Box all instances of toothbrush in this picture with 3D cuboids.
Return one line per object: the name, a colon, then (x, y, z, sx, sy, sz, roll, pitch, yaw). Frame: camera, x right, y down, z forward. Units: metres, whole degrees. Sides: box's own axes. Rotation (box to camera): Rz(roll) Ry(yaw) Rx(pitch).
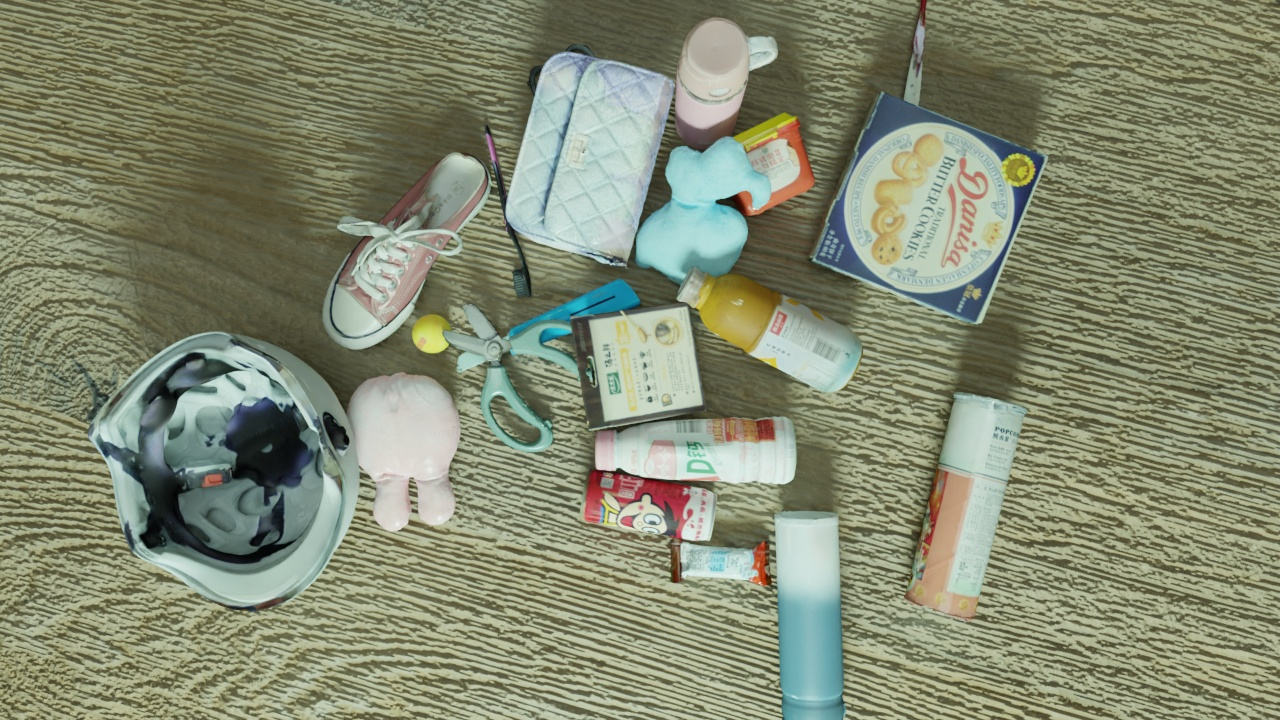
toothbrush: (0.287, -0.322, 0.954, 0.016, 0.017, 0.187, 7, 90, -1)
toothbrush: (-0.143, -0.157, 0.964, 0.018, 0.014, 0.189, -15, 87, 13)

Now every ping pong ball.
ping pong ball: (-0.215, -0.027, 0.947, 0.040, 0.040, 0.040, 0, 88, 2)

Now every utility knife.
utility knife: (-0.099, -0.033, 0.955, 0.205, 0.018, 0.034, -23, 88, 2)

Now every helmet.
helmet: (-0.376, 0.099, 0.895, 0.229, 0.145, 0.258, -33, 91, 8)

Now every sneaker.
sneaker: (-0.242, -0.117, 0.928, 0.118, 0.088, 0.241, 39, 89, 3)

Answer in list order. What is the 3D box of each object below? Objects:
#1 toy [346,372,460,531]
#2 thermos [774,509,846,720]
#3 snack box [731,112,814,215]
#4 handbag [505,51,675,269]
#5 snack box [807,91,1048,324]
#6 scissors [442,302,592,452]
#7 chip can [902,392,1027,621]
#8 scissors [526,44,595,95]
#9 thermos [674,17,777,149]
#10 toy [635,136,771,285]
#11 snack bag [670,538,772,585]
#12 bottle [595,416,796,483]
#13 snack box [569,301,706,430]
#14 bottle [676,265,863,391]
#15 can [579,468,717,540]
toy: (-0.241, 0.092, 0.936, 0.121, 0.054, 0.159, -8, 87, 10)
thermos: (0.169, 0.261, 0.912, 0.070, 0.070, 0.220, -2, 89, 2)
snack box: (0.125, -0.195, 0.924, 0.091, 0.082, 0.080, -25, 97, 2)
handbag: (-0.053, -0.202, 0.923, 0.134, 0.075, 0.194, 15, 95, 3)
snack box: (0.288, -0.152, 0.927, 0.182, 0.045, 0.178, 22, 93, 3)
scissors: (-0.111, -0.001, 0.941, 0.176, 0.019, 0.175, -30, 97, 0)
chip can: (0.320, 0.143, 0.906, 0.071, 0.071, 0.214, 14, 88, 2)
scissors: (-0.044, -0.252, 0.964, 0.170, 0.014, 0.150, 22, 90, 2)
thermos: (0.076, -0.260, 0.868, 0.087, 0.198, 0.067, -11, 86, -1)
toy: (0.059, -0.137, 0.913, 0.162, 0.049, 0.156, -5, 114, 27)
snack bag: (0.082, 0.205, 0.934, 0.104, 0.026, 0.048, -1, 81, 3)
bottle: (0.054, 0.090, 0.919, 0.197, 0.068, 0.068, -1, 88, 2)
snack box: (-0.005, 0.005, 0.918, 0.125, 0.053, 0.113, -9, 88, -14)
bottle: (0.126, -0.035, 0.910, 0.189, 0.068, 0.068, 27, 89, -6)
can: (0.008, 0.146, 0.926, 0.133, 0.053, 0.053, 10, 88, 2)
